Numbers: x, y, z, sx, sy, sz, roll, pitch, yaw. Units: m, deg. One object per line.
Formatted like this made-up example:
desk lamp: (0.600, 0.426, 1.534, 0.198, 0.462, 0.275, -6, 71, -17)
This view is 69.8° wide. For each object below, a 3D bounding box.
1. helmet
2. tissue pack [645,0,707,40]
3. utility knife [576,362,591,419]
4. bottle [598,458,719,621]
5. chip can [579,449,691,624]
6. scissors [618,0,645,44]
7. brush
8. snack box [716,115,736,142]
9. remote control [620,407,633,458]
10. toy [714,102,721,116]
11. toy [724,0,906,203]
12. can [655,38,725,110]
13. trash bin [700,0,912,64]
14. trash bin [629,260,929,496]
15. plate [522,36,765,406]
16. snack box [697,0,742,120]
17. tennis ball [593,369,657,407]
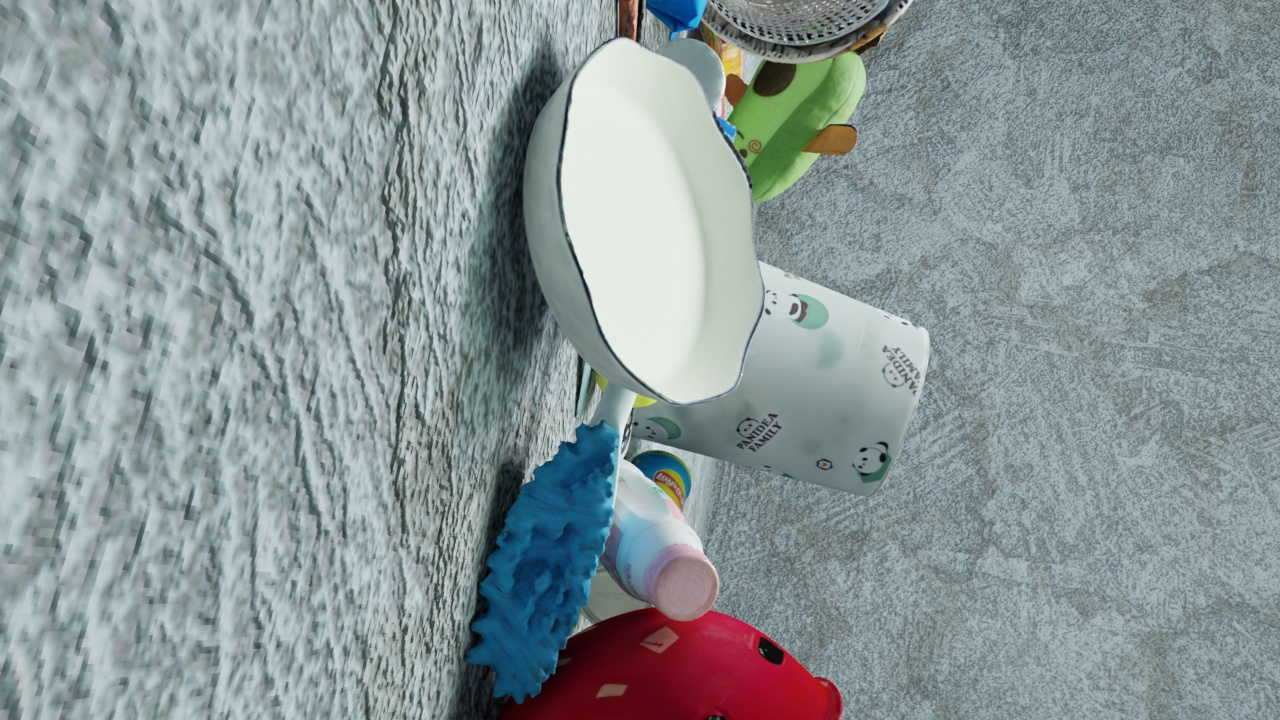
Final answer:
helmet: (-0.006, 0.228, 0.552, 0.206, 0.144, 0.241, -36, 166, -51)
tissue pack: (0.025, -0.315, 0.649, 0.157, 0.052, 0.094, 82, 21, -61)
utility knife: (-0.025, -0.051, 0.658, 0.033, 0.015, 0.220, -47, 151, -64)
bottle: (-0.002, 0.115, 0.604, 0.197, 0.068, 0.068, -157, -106, -73)
chip can: (-0.002, 0.165, 0.876, 0.209, 0.071, 0.071, -61, 158, -64)
scissors: (-0.014, -0.176, 0.653, 0.226, 0.015, 0.189, 52, 47, -79)
brush: (-0.023, 0.042, 0.560, 0.109, 0.060, 0.314, 73, 37, -84)
snack box: (0.020, -0.102, 0.688, 0.085, 0.026, 0.157, -18, -130, 56)
remote control: (-0.016, 0.016, 0.803, 0.058, 0.021, 0.150, -64, 159, -63)
toy: (0.067, -0.275, 0.980, 0.108, 0.039, 0.084, -49, 127, -75)
toy: (0.144, -0.246, 0.884, 0.247, 0.090, 0.227, -54, -146, 11)
can: (0.032, -0.213, 0.705, 0.146, 0.058, 0.058, -85, -179, -74)
trash bin: (0.131, -0.392, 0.812, 0.191, 0.227, 0.228, -92, -174, -65)
trash bin: (0.141, 0.013, 0.945, 0.229, 0.252, 0.229, 21, 87, -85)
plate: (0.006, -0.074, 0.522, 0.204, 0.046, 0.204, 20, 65, -53)
snack box: (0.089, -0.328, 1.022, 0.156, 0.027, 0.077, 77, -6, -67)
tennis ball: (-0.004, 0.004, 0.721, 0.065, 0.065, 0.065, 10, 89, -81)
